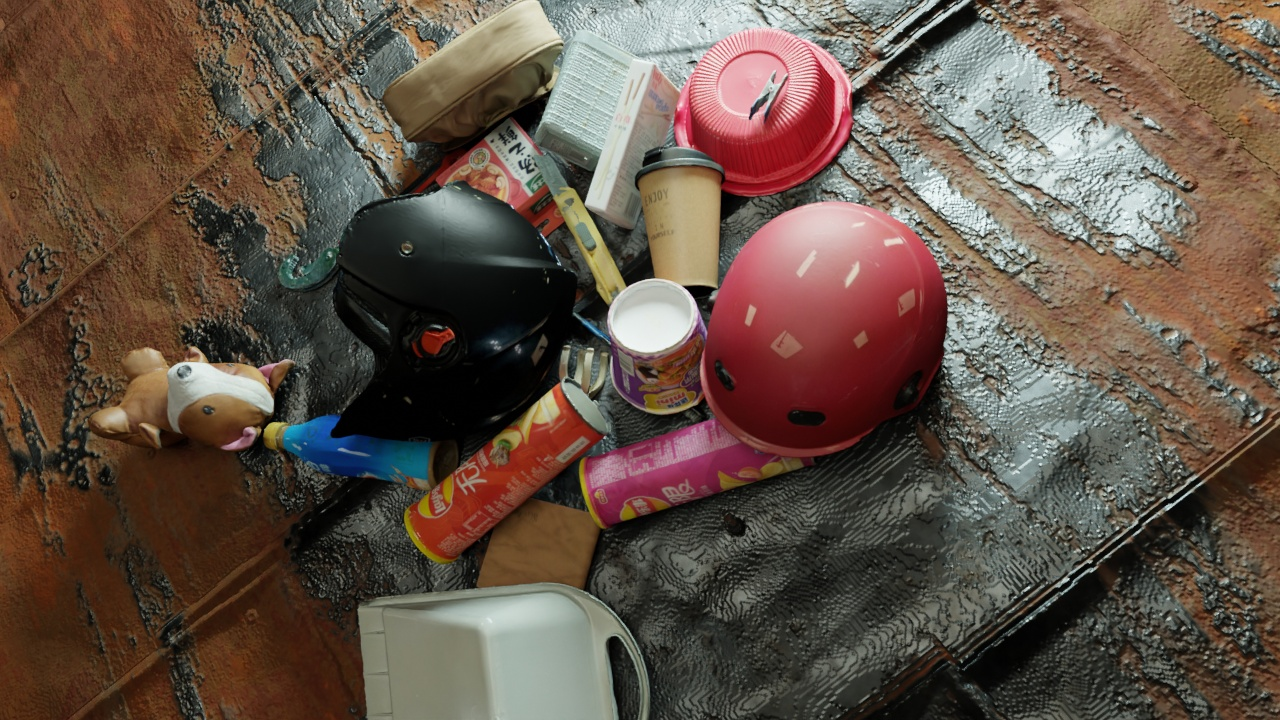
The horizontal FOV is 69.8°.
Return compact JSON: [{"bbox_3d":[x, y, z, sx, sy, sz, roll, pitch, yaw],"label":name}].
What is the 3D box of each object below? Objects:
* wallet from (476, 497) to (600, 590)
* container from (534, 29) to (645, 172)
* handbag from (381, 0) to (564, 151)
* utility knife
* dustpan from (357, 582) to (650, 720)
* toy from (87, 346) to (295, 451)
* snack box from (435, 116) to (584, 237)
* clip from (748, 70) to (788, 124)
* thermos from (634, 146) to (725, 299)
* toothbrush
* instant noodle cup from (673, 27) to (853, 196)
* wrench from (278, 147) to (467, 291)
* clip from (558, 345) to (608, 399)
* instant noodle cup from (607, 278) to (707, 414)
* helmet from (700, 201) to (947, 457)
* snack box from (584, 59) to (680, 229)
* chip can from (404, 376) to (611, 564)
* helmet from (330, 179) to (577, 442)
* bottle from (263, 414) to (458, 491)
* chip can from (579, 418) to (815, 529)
[{"bbox_3d":[-0.100,0.190,0.906,0.115,0.020,0.101,9,76,22],"label":"wallet"},{"bbox_3d":[-0.055,-0.273,0.983,0.090,0.090,0.111,25,84,-13],"label":"container"},{"bbox_3d":[-0.177,-0.307,1.020,0.204,0.147,0.100,-30,97,7],"label":"handbag"},{"bbox_3d":[-0.062,-0.137,0.974,0.031,0.020,0.196,-27,78,-4],"label":"utility knife"},{"bbox_3d":[-0.129,0.321,0.866,0.258,0.142,0.222,-19,75,41],"label":"dustpan"},{"bbox_3d":[-0.497,0.042,1.023,0.200,0.131,0.139,5,59,10],"label":"toy"},{"bbox_3d":[-0.146,-0.188,1.020,0.113,0.044,0.127,-40,67,2],"label":"snack box"},{"bbox_3d":[0.127,-0.259,0.900,0.038,0.026,0.058,25,74,10],"label":"clip"},{"bbox_3d":[0.042,-0.137,0.927,0.093,0.093,0.143,-5,80,15],"label":"thermos"},{"bbox_3d":[-0.006,0.005,0.936,0.189,0.014,0.016,38,111,24],"label":"toothbrush"},{"bbox_3d":[0.122,-0.272,0.953,0.194,0.066,0.193,-5,72,15],"label":"instant noodle cup"},{"bbox_3d":[-0.311,-0.162,1.078,0.273,0.016,0.056,-33,68,6],"label":"wrench"},{"bbox_3d":[-0.056,0.030,0.940,0.035,0.092,0.103,5,110,17],"label":"clip"},{"bbox_3d":[0.018,-0.019,0.879,0.111,0.099,0.111,-4,60,7],"label":"instant noodle cup"},{"bbox_3d":[0.159,-0.044,0.797,0.207,0.144,0.239,28,57,23],"label":"helmet"},{"bbox_3d":[-0.007,-0.220,0.949,0.027,0.084,0.157,19,93,21],"label":"snack box"},{"bbox_3d":[-0.131,0.109,0.892,0.217,0.073,0.073,-39,66,13],"label":"chip can"},{"bbox_3d":[-0.190,-0.036,0.886,0.230,0.234,0.274,22,78,-14],"label":"helmet"},{"bbox_3d":[-0.301,0.092,0.971,0.219,0.065,0.065,7,76,18],"label":"bottle"},{"bbox_3d":[0.053,0.095,0.859,0.211,0.071,0.071,-18,69,10],"label":"chip can"}]
